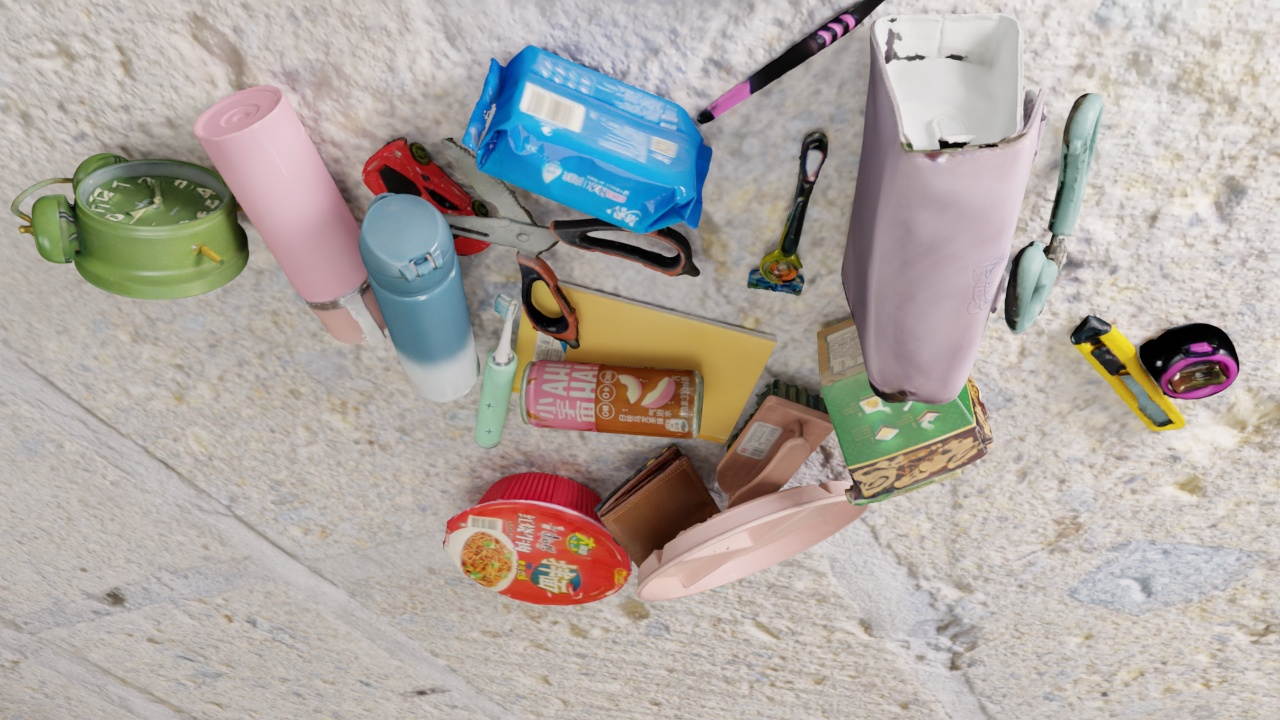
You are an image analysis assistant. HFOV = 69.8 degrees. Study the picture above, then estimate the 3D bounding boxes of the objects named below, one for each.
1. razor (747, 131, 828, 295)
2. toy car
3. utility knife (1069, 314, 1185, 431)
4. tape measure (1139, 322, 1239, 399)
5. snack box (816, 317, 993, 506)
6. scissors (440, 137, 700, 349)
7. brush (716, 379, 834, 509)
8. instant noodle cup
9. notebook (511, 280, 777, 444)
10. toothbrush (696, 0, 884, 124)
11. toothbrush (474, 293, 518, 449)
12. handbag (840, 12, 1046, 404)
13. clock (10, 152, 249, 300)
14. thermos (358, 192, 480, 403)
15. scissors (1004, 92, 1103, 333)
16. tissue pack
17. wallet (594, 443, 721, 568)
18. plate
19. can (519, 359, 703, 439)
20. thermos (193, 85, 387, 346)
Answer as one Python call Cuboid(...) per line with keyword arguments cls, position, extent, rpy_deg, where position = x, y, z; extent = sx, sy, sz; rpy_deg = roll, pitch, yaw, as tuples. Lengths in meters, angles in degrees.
Cuboid(cls="razor", position=(0.109, -0.097, 0.645), extent=(0.042, 0.022, 0.143), rpy_deg=(8, 137, -1))
Cuboid(cls="toy car", position=(-0.152, -0.114, 0.671), extent=(0.049, 0.031, 0.106), rpy_deg=(-25, 129, 33))
Cuboid(cls="utility knife", position=(0.382, 0.014, 0.714), extent=(0.154, 0.015, 0.033), rpy_deg=(37, 133, -26))
Cuboid(cls="tape measure", position=(0.409, 0.003, 0.679), extent=(0.058, 0.039, 0.057), rpy_deg=(-26, 126, 32))
Cuboid(cls="snack box", position=(0.189, 0.022, 0.698), extent=(0.118, 0.118, 0.105), rpy_deg=(-24, 117, 22))
Cuboid(cls="scissors", position=(-0.065, -0.084, 0.669), extent=(0.189, 0.015, 0.222), rpy_deg=(-13, 138, 19))
Cuboid(cls="brush", position=(0.109, 0.084, 0.800), extent=(0.063, 0.072, 0.146), rpy_deg=(19, 138, -10))
Cuboid(cls="instant noodle cup", position=(-0.101, 0.177, 0.943), extent=(0.194, 0.065, 0.194), rpy_deg=(5, 137, 4))
Cuboid(cls="notebook", position=(-0.005, 0.005, 0.782), extent=(0.206, 0.010, 0.146), rpy_deg=(14, 137, -4))
Cuboid(cls="toothbrush", position=(0.107, -0.191, 0.550), extent=(0.190, 0.017, 0.014), rpy_deg=(-27, 117, 35))
Cuboid(cls="toothbrush", position=(-0.121, 0.015, 0.781), extent=(0.027, 0.026, 0.225), rpy_deg=(26, 145, 2))
Cuboid(cls="handbag", position=(0.177, -0.087, 0.554), extent=(0.098, 0.144, 0.197), rpy_deg=(4, 138, 10))
Cuboid(cls="clock", position=(-0.365, -0.102, 0.665), extent=(0.161, 0.116, 0.056), rpy_deg=(10, 126, -5))
Cuboid(cls="thermos", position=(-0.160, -0.041, 0.683), extent=(0.070, 0.070, 0.221), rpy_deg=(10, 153, 1))
Cuboid(cls="scissors", position=(0.251, -0.066, 0.568), extent=(0.019, 0.178, 0.173), rpy_deg=(19, 146, 26))
Cuboid(cls="tissue pack", position=(-0.029, -0.135, 0.579), extent=(0.157, 0.094, 0.052), rpy_deg=(19, 138, -12))
Cuboid(cls="wallet", position=(0.022, 0.151, 0.880), extent=(0.101, 0.032, 0.124), rpy_deg=(-36, 127, -5))
Cuboid(cls="plate", position=(0.100, 0.165, 0.844), extent=(0.229, 0.028, 0.230), rpy_deg=(-18, 156, -9))
Cuboid(cls="can", position=(-0.023, 0.032, 0.763), extent=(0.147, 0.057, 0.058), rpy_deg=(4, 137, 7))
Cuboid(cls="thermos", position=(-0.241, -0.093, 0.671), extent=(0.067, 0.087, 0.199), rpy_deg=(-30, 133, -14))
